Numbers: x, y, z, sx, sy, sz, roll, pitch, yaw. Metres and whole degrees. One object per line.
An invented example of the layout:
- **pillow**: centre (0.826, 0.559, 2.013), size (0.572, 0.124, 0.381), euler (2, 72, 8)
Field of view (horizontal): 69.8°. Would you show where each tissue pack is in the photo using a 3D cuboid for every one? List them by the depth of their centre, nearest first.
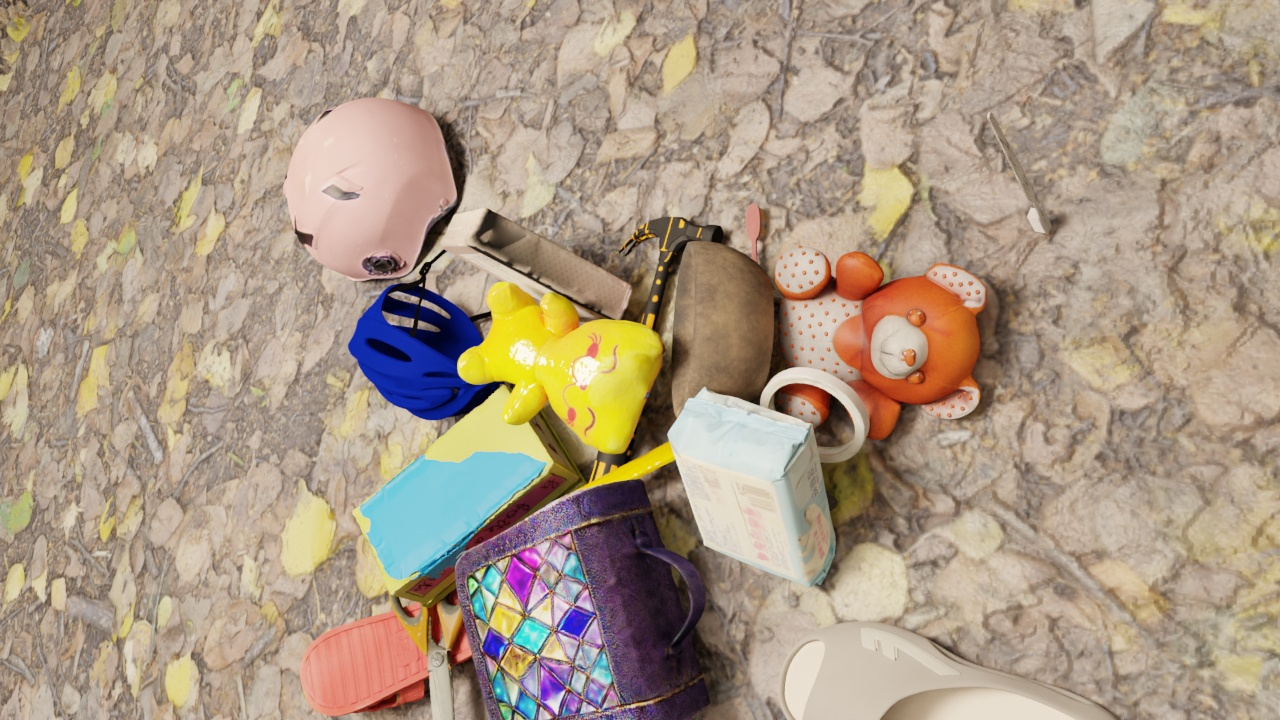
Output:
- **tissue pack**: centre (0.098, 0.110, 0.764), size (0.112, 0.182, 0.069), euler (15, 51, 33)
- **tissue pack**: centre (-0.104, -0.102, 0.927), size (0.104, 0.181, 0.071), euler (10, 78, 60)

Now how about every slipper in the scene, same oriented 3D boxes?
- **slipper**: centre (0.214, 0.268, 0.680), size (0.266, 0.080, 0.113), euler (8, 85, 36)
- **slipper**: centre (-0.261, 0.324, 1.013), size (0.249, 0.059, 0.103), euler (-22, 61, 11)

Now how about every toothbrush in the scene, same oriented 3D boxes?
- **toothbrush**: centre (0.279, -0.136, 0.681), size (0.010, 0.181, 0.010), euler (21, 84, 40)
- **toothbrush**: centre (0.113, -0.062, 0.885), size (0.015, 0.015, 0.184), euler (-8, 76, 34)

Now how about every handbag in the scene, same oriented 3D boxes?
- **handbag**: centre (-0.040, 0.226, 0.820), size (0.223, 0.125, 0.204), euler (-25, 76, 31)

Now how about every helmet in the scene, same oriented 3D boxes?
- **helmet**: centre (-0.220, -0.049, 1.027), size (0.241, 0.147, 0.228), euler (33, 100, 42)
- **helmet**: centre (-0.368, -0.223, 1.189), size (0.256, 0.152, 0.229), euler (-33, 64, 31)

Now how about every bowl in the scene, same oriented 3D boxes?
- **bowl**: centre (0.072, -0.025, 0.823), size (0.070, 0.162, 0.162), euler (3, 76, -4)

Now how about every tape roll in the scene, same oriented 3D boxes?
- **tape roll**: centre (0.145, 0.047, 0.772), size (0.093, 0.093, 0.013), euler (1, 35, 35)

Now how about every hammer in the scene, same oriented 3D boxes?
- **hammer**: centre (-0.005, 0.005, 0.936), size (0.123, 0.036, 0.320), euler (10, 82, 42)

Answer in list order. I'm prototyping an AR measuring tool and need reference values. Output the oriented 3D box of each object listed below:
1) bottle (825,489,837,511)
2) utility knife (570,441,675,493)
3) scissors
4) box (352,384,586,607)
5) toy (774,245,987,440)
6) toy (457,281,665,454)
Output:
- **bottle**: centre (0.133, 0.091, 0.816), size (0.030, 0.030, 0.113), euler (-52, 55, 12)
- **utility knife**: centre (0.012, 0.095, 0.866), size (0.219, 0.019, 0.030), euler (-32, 32, 21)
- **scissors**: centre (-0.202, 0.294, 0.960), size (0.134, 0.016, 0.227), euler (-26, 60, 8)
- **box**: centre (-0.182, 0.144, 0.964), size (0.221, 0.082, 0.124), euler (-42, 58, 5)
- **toy**: centre (0.193, -0.015, 0.763), size (0.173, 0.092, 0.164), euler (5, 106, 32)
- **toy**: centre (-0.076, 0.008, 0.899), size (0.194, 0.087, 0.134), euler (20, 92, 20)
